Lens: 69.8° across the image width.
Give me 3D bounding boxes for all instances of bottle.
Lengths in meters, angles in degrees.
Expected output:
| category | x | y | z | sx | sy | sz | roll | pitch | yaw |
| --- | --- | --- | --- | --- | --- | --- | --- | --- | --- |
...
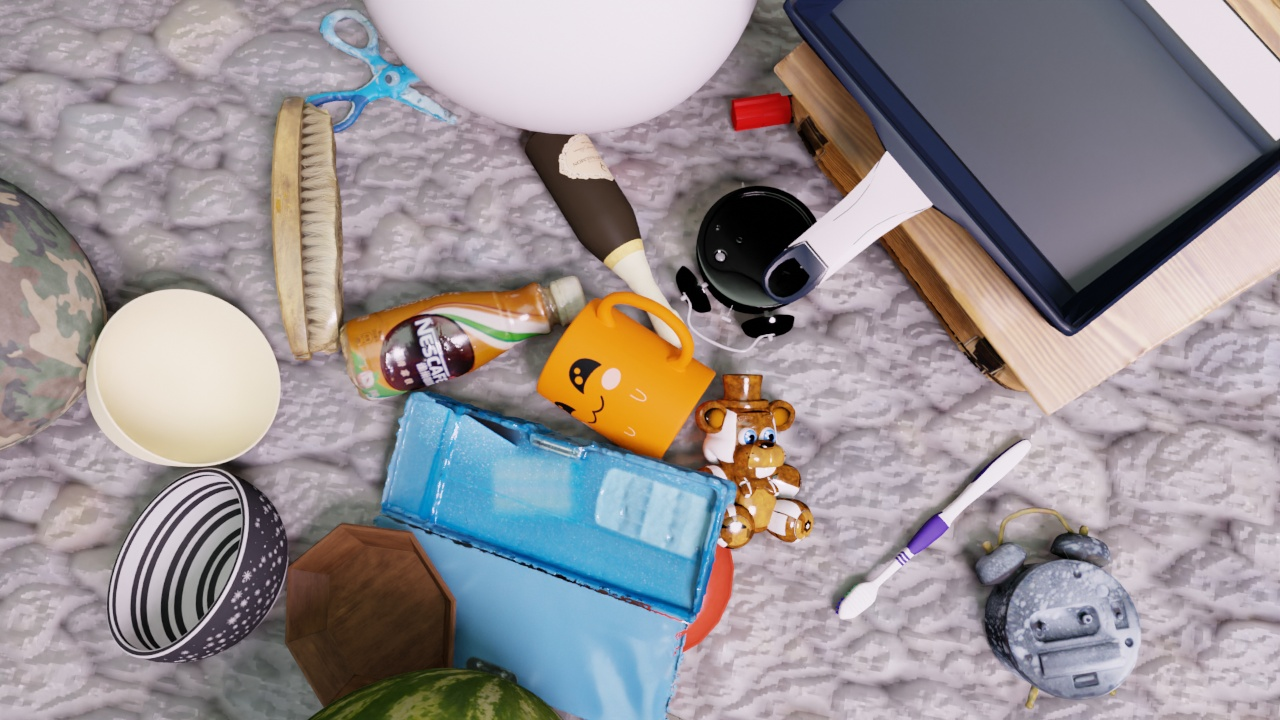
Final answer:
| category | x | y | z | sx | sy | sz | roll | pitch | yaw |
| --- | --- | --- | --- | --- | --- | --- | --- | --- | --- |
| bottle | -0.019 | -0.088 | 0.659 | 0.045 | 0.045 | 0.184 | -30 | 81 | -7 |
| bottle | -0.120 | -0.021 | 0.638 | 0.167 | 0.059 | 0.059 | -17 | 80 | -7 |

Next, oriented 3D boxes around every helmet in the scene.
| category | x | y | z | sx | sy | sz | roll | pitch | yaw |
| --- | --- | --- | --- | --- | --- | --- | --- | --- | --- |
| helmet | -0.470 | -0.029 | 0.560 | 0.235 | 0.193 | 0.224 | -40 | 96 | -35 |
| helmet | -0.119 | 0.286 | 0.484 | 0.213 | 0.243 | 0.247 | 23 | 84 | 0 |

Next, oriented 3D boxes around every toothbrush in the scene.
| category | x | y | z | sx | sy | sz | roll | pitch | yaw |
| --- | --- | --- | --- | --- | --- | --- | --- | --- | --- |
| toothbrush | 0.205 | 0.116 | 0.640 | 0.186 | 0.016 | 0.015 | -39 | 82 | -10 |

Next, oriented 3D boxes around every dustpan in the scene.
| category | x | y | z | sx | sy | sz | roll | pitch | yaw |
| --- | --- | --- | --- | --- | --- | --- | --- | --- | --- |
| dustpan | 0.180 | -0.125 | 0.497 | 0.274 | 0.080 | 0.236 | -41 | 85 | 20 |

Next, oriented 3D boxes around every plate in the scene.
| category | x | y | z | sx | sy | sz | roll | pitch | yaw |
| --- | --- | --- | --- | --- | --- | --- | --- | --- | --- |
| plate | -0.171 | 0.168 | 0.600 | 0.131 | 0.025 | 0.131 | 0 | 91 | 17 |

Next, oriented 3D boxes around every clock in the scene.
| category | x | y | z | sx | sy | sz | roll | pitch | yaw |
| --- | --- | --- | --- | --- | --- | --- | --- | --- | --- |
| clock | 0.276 | 0.163 | 0.614 | 0.090 | 0.052 | 0.129 | -8 | 80 | -3 |
| clock | 0.077 | -0.065 | 0.658 | 0.091 | 0.042 | 0.120 | 24 | 80 | 3 |

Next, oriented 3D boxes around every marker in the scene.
| category | x | y | z | sx | sy | sz | roll | pitch | yaw |
| --- | --- | --- | --- | --- | --- | --- | --- | --- | --- |
| marker | 0.142 | -0.196 | 0.695 | 0.145 | 0.021 | 0.023 | -9 | 117 | -3 |

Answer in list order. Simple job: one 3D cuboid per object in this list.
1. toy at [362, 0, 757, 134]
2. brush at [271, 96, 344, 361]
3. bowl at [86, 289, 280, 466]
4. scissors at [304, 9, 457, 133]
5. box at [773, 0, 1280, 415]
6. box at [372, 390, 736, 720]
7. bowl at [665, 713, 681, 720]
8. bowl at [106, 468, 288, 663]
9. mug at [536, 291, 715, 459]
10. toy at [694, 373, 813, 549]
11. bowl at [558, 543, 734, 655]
| category | x | y | z | sx | sy | sz | roll | pitch | yaw |
| --- | --- | --- | --- | --- | --- | --- | --- | --- | --- |
| toy | -0.046 | -0.287 | 0.591 | 0.263 | 0.280 | 0.266 | 11 | 114 | 2 |
| brush | -0.235 | -0.096 | 0.651 | 0.043 | 0.059 | 0.195 | -3 | 77 | -13 |
| bowl | -0.315 | 0.020 | 0.613 | 0.074 | 0.117 | 0.118 | -20 | 77 | 38 |
| scissors | -0.201 | -0.205 | 0.697 | 0.137 | 0.012 | 0.127 | 33 | 80 | 3 |
| box | 0.265 | -0.143 | 0.620 | 0.259 | 0.220 | 0.279 | -38 | 87 | 18 |
| box | -0.071 | 0.129 | 0.597 | 0.232 | 0.033 | 0.174 | 16 | 89 | 17 |
| bowl | 0.006 | 0.288 | 0.580 | 0.117 | 0.061 | 0.117 | 0 | 78 | -2 |
| bowl | -0.274 | 0.137 | 0.594 | 0.120 | 0.066 | 0.120 | -14 | 58 | 24 |
| mug | -0.004 | 0.004 | 0.611 | 0.096 | 0.113 | 0.077 | 33 | 43 | 5 |
| toy | 0.073 | 0.066 | 0.623 | 0.087 | 0.067 | 0.112 | 0 | 91 | -26 |
| bowl | 0.004 | 0.142 | 0.621 | 0.122 | 0.035 | 0.122 | 0 | 79 | -1 |
